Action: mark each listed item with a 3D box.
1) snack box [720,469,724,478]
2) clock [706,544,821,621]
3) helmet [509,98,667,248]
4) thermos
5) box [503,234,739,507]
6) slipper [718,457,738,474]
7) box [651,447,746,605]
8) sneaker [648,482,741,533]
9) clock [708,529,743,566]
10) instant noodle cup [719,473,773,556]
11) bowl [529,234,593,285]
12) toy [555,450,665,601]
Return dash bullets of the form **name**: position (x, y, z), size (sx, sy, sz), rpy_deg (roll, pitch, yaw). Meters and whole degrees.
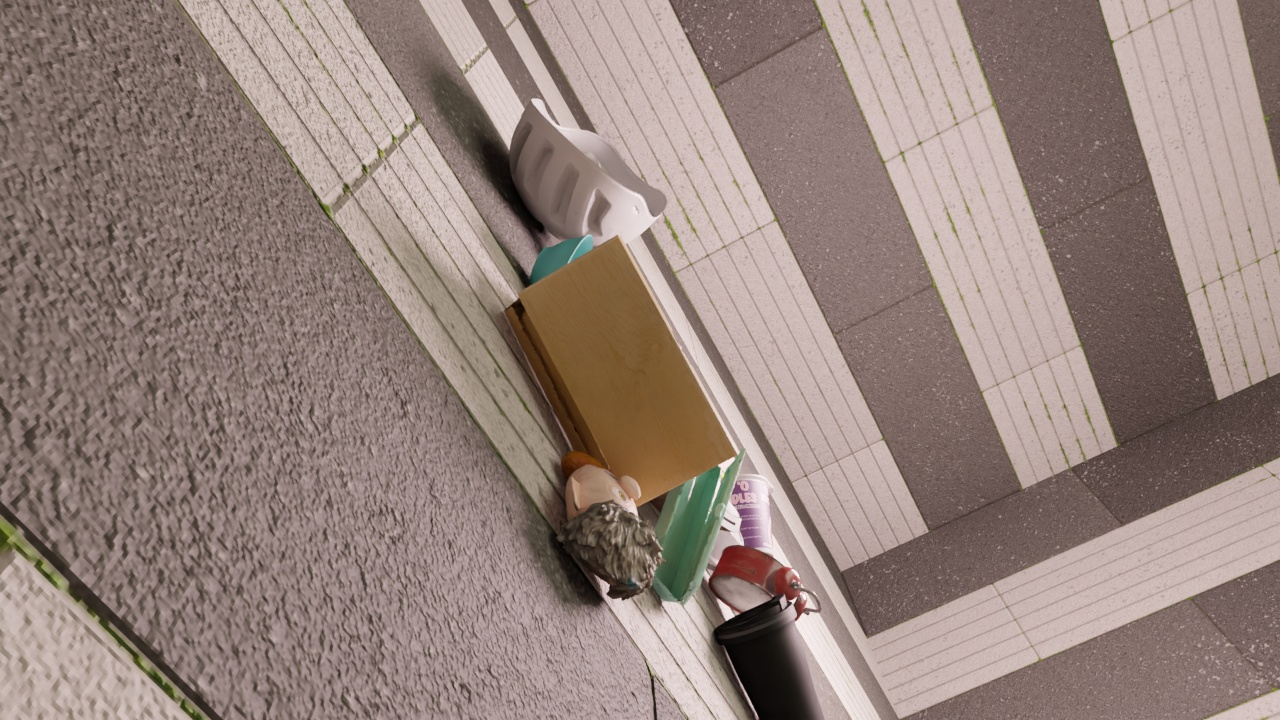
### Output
- **snack box**: position (0.096, 0.184, 1.463), size (0.025, 0.061, 0.149), rpy_deg (66, 9, 28)
- **clock**: position (0.172, 0.302, 1.242), size (0.061, 0.157, 0.110), rpy_deg (-56, 140, -33)
- **helmet**: position (-0.082, -0.265, 1.330), size (0.224, 0.183, 0.282), rpy_deg (40, -5, 11)
- **thermos**: position (0.176, 0.413, 1.146), size (0.105, 0.106, 0.218), rpy_deg (15, 53, -78)
- **box**: position (-0.026, 0.022, 0.955), size (0.248, 0.141, 0.185), rpy_deg (61, -24, 4)
- **slipper**: position (0.116, 0.176, 1.611), size (0.221, 0.056, 0.106), rpy_deg (25, 44, -59)
- **box**: position (0.075, 0.180, 1.031), size (0.077, 0.080, 0.188), rpy_deg (58, 41, -36)
- **sneaker**: position (0.066, 0.150, 1.183), size (0.245, 0.091, 0.097), rpy_deg (45, 57, -50)
- **clock**: position (0.093, 0.226, 1.348), size (0.159, 0.061, 0.120), rpy_deg (60, 8, 12)
- **instant noodle cup**: position (0.165, 0.263, 1.462), size (0.136, 0.122, 0.121), rpy_deg (5, 55, -24)
- **bowl**: position (-0.105, -0.107, 1.135), size (0.046, 0.121, 0.121), rpy_deg (23, 6, 6)
- **toy**: position (-0.030, 0.141, 0.842), size (0.133, 0.076, 0.175), rpy_deg (56, 4, -41)
